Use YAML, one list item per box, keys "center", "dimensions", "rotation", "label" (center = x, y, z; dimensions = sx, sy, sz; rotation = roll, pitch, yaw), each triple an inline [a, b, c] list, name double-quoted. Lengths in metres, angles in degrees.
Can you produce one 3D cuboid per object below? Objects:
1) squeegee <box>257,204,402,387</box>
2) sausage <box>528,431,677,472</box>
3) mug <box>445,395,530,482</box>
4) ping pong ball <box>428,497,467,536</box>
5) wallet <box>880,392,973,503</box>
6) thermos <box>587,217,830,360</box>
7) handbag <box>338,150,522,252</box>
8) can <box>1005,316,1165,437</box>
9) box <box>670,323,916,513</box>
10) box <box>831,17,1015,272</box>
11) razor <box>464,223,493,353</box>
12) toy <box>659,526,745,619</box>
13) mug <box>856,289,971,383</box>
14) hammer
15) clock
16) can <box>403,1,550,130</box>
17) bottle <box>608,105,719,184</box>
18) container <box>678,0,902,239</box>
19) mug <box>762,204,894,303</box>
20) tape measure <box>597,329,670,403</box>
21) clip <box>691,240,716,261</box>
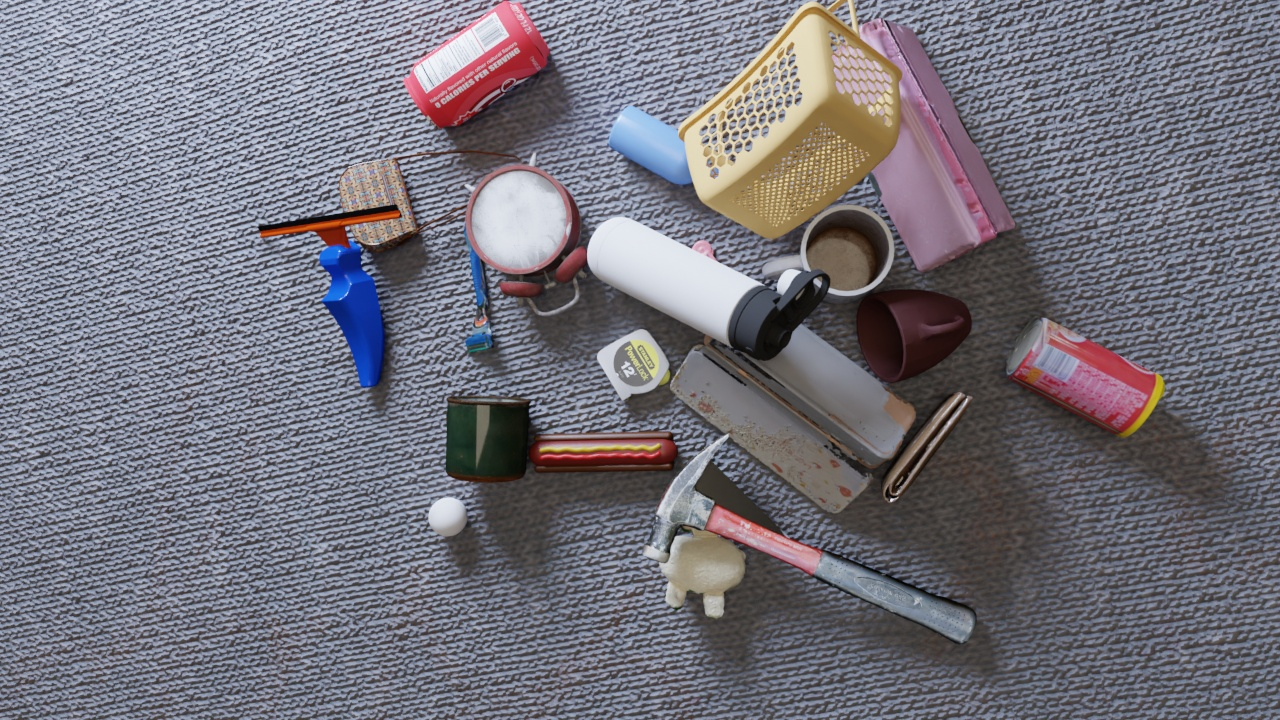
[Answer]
- center: [-0.304, -0.062, 0.969]
  dimensions: [0.250, 0.055, 0.185]
  rotation: [1, 105, 39]
  label: "squeegee"
- center: [-0.039, 0.094, 0.943]
  dimensions: [0.156, 0.040, 0.040]
  rotation: [-2, 89, 9]
  label: "sausage"
- center: [-0.167, 0.079, 0.947]
  dimensions: [0.111, 0.084, 0.081]
  rotation: [4, 92, 43]
  label: "mug"
- center: [-0.203, 0.165, 0.966]
  dimensions: [0.040, 0.040, 0.040]
  rotation: [0, 89, 8]
  label: "ping pong ball"
- center: [0.268, 0.082, 0.867]
  dimensions: [0.027, 0.098, 0.121]
  rotation: [38, 95, 14]
  label: "wallet"
- center: [0.058, -0.082, 0.872]
  dimensions: [0.230, 0.068, 0.101]
  rotation: [31, 82, 35]
  label: "thermos"
- center: [-0.220, -0.183, 0.982]
  dimensions: [0.196, 0.043, 0.093]
  rotation: [-18, 83, -1]
  label: "handbag"
- center: [0.414, 0.015, 0.860]
  dimensions: [0.124, 0.066, 0.067]
  rotation: [29, 94, 8]
  label: "can"
- center: [0.149, 0.041, 0.916]
  dimensions: [0.217, 0.096, 0.114]
  rotation: [38, 66, 6]
  label: "box"
- center: [0.280, -0.214, 0.889]
  dimensions: [0.106, 0.100, 0.232]
  rotation: [-24, 84, -25]
  label: "box"
- center: [-0.172, -0.080, 0.974]
  dimensions: [0.044, 0.018, 0.141]
  rotation: [-8, 86, 45]
  label: "razor"
- center: [0.062, 0.200, 0.921]
  dimensions: [0.087, 0.050, 0.112]
  rotation: [4, 75, 5]
  label: "toy"
- center: [0.271, -0.031, 0.866]
  dimensions: [0.088, 0.114, 0.087]
  rotation: [-14, 93, -14]
  label: "mug"
- center: [0.174, 0.187, 0.892]
  dimensions: [0.326, 0.036, 0.140]
  rotation: [24, 81, 0]
  label: "hammer"
- center: [-0.110, -0.123, 0.944]
  dimensions: [0.110, 0.062, 0.156]
  rotation: [-23, 88, 7]
  label: "clock"
- center: [-0.167, -0.304, 0.947]
  dimensions: [0.142, 0.074, 0.074]
  rotation: [-32, 85, 7]
  label: "can"
- center: [0.034, -0.207, 0.929]
  dimensions: [0.131, 0.048, 0.048]
  rotation: [30, 94, 8]
  label: "bottle"
- center: [0.138, -0.228, 0.849]
  dimensions: [0.184, 0.129, 0.166]
  rotation: [-37, 41, 42]
  label: "container"
- center: [0.177, -0.096, 0.882]
  dimensions: [0.120, 0.096, 0.083]
  rotation: [-11, 88, 8]
  label: "mug"
- center: [-0.006, 0.005, 0.949]
  dimensions: [0.065, 0.016, 0.064]
  rotation: [-32, 85, 7]
  label: "tape measure"
- center: [0.073, -0.095, 0.930]
  dimensions: [0.023, 0.044, 0.060]
  rotation: [-34, 98, 3]
  label: "clip"
